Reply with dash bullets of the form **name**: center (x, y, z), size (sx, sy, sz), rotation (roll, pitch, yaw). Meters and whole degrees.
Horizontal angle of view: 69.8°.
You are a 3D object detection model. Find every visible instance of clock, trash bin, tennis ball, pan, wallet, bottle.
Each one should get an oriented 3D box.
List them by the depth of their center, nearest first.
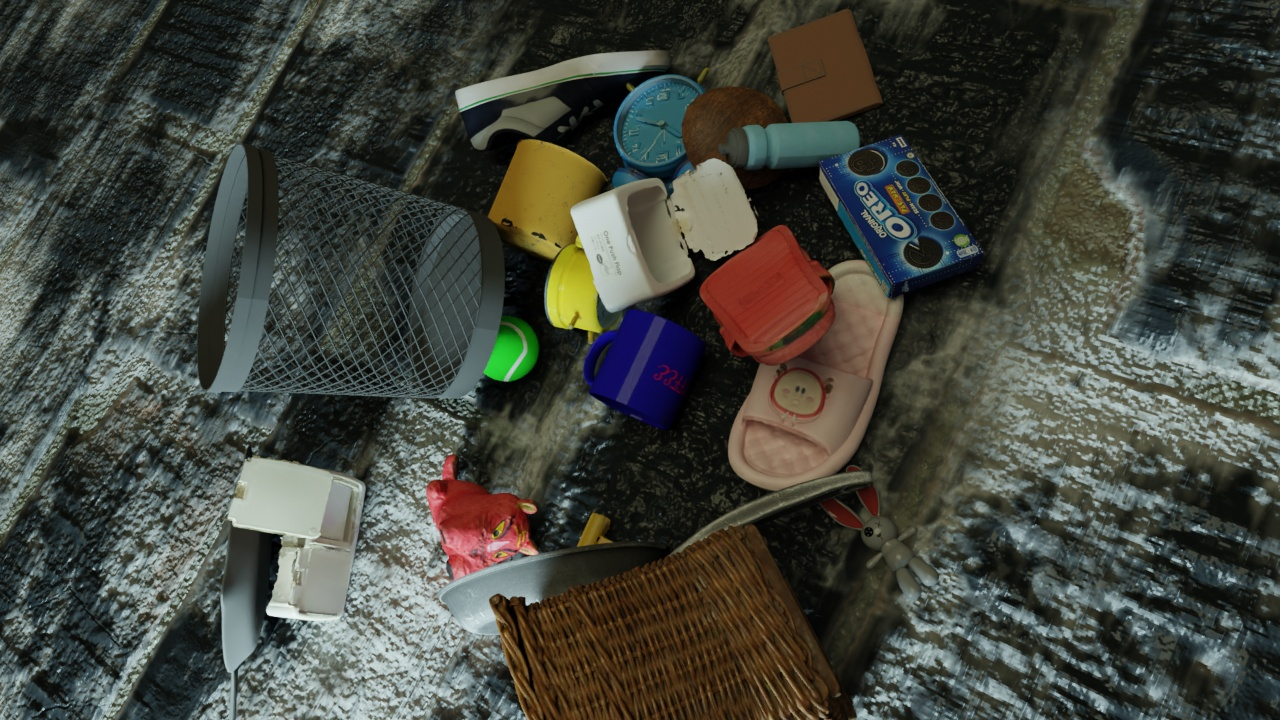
- **pan**: center (0.014, 0.155, 0.730), size (0.357, 0.187, 0.055), rotation (-15, 68, 5)
- **bottle**: center (0.134, -0.195, 0.836), size (0.130, 0.040, 0.040), rotation (-6, 64, -13)
- **trash bin**: center (-0.271, -0.068, 0.859), size (0.218, 0.227, 0.217), rotation (-17, 69, 55)
- **clock**: center (-0.048, -0.080, 0.886), size (0.057, 0.083, 0.118), rotation (13, 80, 22)
- **pan**: center (-0.383, 0.262, 0.892), size (0.024, 0.217, 0.354), rotation (4, 90, -16)
- **wallet**: center (0.179, -0.283, 0.899), size (0.087, 0.013, 0.120), rotation (-16, 65, 13)
- **tennis ball**: center (-0.133, -0.012, 0.908), size (0.065, 0.065, 0.065), rotation (-8, 68, 21)
- **clock**: center (0.029, -0.210, 0.912), size (0.117, 0.060, 0.161), rotation (-6, 71, 21)

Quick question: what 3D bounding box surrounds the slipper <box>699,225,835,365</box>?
- **slipper**: center (0.111, -0.046, 0.759), size (0.104, 0.059, 0.248), rotation (-35, 19, 11)

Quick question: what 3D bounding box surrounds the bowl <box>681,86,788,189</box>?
- **bowl**: center (0.097, -0.214, 0.864), size (0.114, 0.026, 0.102), rotation (-8, 85, -18)

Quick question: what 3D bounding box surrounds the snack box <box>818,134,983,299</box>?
- **snack box**: center (0.220, -0.128, 0.796), size (0.082, 0.027, 0.150), rotation (-19, 57, -4)

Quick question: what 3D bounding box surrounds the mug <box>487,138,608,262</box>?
- **mug**: center (-0.085, -0.152, 0.926), size (0.124, 0.100, 0.094), rotation (21, 81, 0)

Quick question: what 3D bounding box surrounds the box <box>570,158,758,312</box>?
- **box**: center (0.033, -0.118, 0.829), size (0.137, 0.120, 0.109), rotation (-13, 100, 35)

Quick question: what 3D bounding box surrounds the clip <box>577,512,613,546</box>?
- **clip**: center (-0.035, 0.167, 0.819), size (0.049, 0.044, 0.054), rotation (12, 73, 53)

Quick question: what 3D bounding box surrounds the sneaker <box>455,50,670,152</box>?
- **sneaker**: center (-0.078, -0.277, 0.986), size (0.235, 0.084, 0.079), rotation (-11, 102, 12)

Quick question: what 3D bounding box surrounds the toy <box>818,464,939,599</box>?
- **toy**: center (0.190, 0.137, 0.727), size (0.049, 0.030, 0.111), rotation (-42, 56, 9)

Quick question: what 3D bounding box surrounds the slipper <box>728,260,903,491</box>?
- **slipper**: center (0.153, 0.011, 0.776), size (0.107, 0.055, 0.221), rotation (24, 78, 28)

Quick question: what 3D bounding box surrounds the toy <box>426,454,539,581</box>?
- **toy**: center (-0.151, 0.143, 0.872), size (0.094, 0.088, 0.133), rotation (-16, 39, -17)

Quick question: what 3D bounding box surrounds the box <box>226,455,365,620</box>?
- **box**: center (-0.304, 0.170, 0.853), size (0.070, 0.186, 0.143), rotation (2, 76, 12)

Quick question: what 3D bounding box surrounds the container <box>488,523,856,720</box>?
- **container**: center (0.039, 0.227, 0.651), size (0.183, 0.250, 0.162), rotation (-27, 62, 2)

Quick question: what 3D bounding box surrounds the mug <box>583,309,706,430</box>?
- **mug**: center (-0.005, 0.005, 0.839), size (0.111, 0.079, 0.083), rotation (18, 79, 40)
